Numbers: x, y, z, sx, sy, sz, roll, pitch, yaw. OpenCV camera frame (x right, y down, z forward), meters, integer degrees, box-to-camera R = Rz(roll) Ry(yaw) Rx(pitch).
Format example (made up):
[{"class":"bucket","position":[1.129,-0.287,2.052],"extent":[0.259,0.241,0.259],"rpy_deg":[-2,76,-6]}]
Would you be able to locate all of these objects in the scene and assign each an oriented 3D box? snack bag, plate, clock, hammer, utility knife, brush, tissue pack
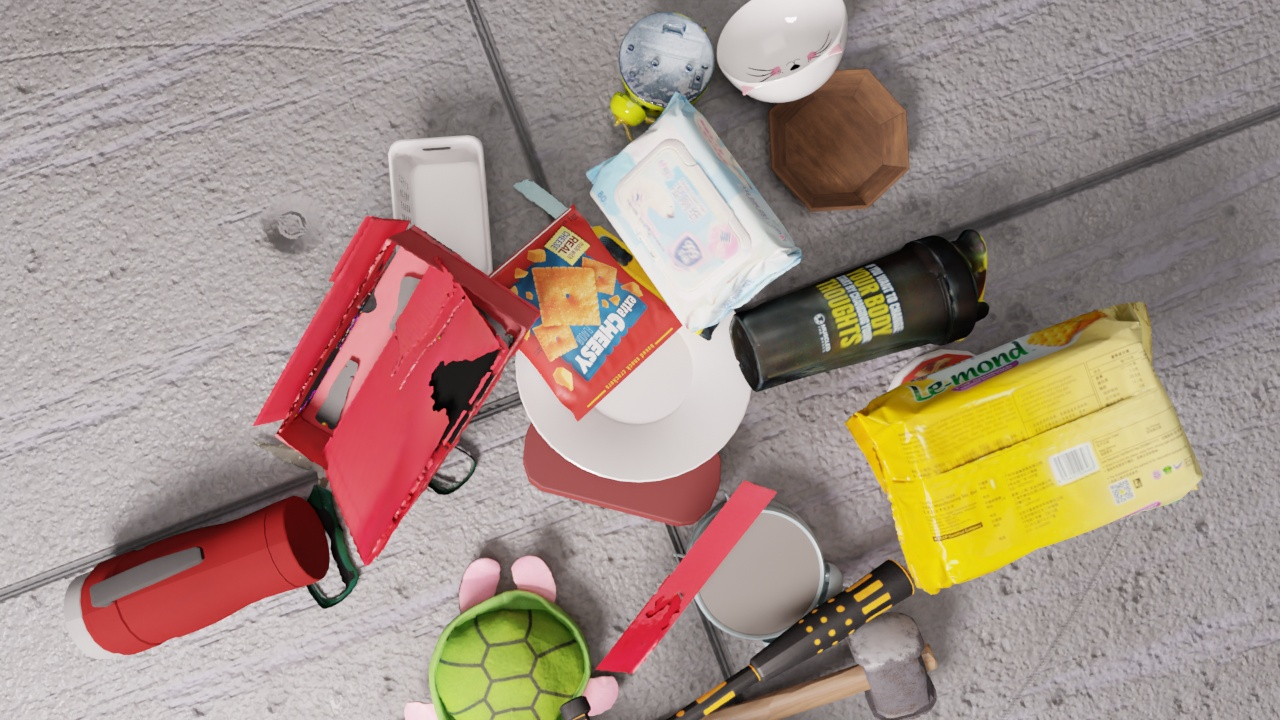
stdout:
[{"class":"snack bag","position":[0.293,0.069,0.693],"extent":[0.247,0.068,0.159],"rpy_deg":[-22,93,-1]},{"class":"plate","position":[0.176,-0.196,0.826],"extent":[0.131,0.025,0.131],"rpy_deg":[0,91,-2]},{"class":"clock","position":[0.113,0.195,0.824],"extent":[0.159,0.045,0.122],"rpy_deg":[40,91,-2]},{"class":"hammer","position":[0.103,0.314,0.819],"extent":[0.328,0.052,0.098],"rpy_deg":[-19,123,5]},{"class":"utility knife","position":[-0.022,-0.093,0.819],"extent":[0.225,0.019,0.030],"rpy_deg":[36,63,7]},{"class":"plate","position":[-0.005,0.005,0.807],"extent":[0.208,0.015,0.208],"rpy_deg":[2,72,-6]},{"class":"clock","position":[0.019,-0.243,0.805],"extent":[0.083,0.057,0.119],"rpy_deg":[13,90,-3]},{"class":"brush","position":[-0.017,0.091,0.812],"extent":[0.173,0.042,0.082],"rpy_deg":[15,73,-2]},{"class":"hammer","position":[0.096,0.261,0.759],"extent":[0.320,0.036,0.123],"rpy_deg":[-27,63,-14]},{"class":"snack bag","position":[-0.055,-0.043,0.785],"extent":[0.130,0.039,0.144],"rpy_deg":[-43,84,-14]},{"class":"tissue pack","position":[0.041,-0.122,0.770],"extent":[0.112,0.069,0.182],"rpy_deg":[-39,81,26]}]

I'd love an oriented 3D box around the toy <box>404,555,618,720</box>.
[{"class":"toy","position":[-0.111,0.291,0.799],"extent":[0.190,0.088,0.238],"rpy_deg":[-3,85,-9]}]

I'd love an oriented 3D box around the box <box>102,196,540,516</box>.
[{"class":"box","position":[-0.320,-0.045,0.662],"extent":[0.477,0.171,0.215],"rpy_deg":[21,113,-40]}]

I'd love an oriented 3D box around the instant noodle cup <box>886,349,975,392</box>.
[{"class":"instant noodle cup","position":[0.287,0.053,0.788],"extent":[0.123,0.121,0.123],"rpy_deg":[0,91,-2]}]

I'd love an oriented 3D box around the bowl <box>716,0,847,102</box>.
[{"class":"bowl","position":[0.128,-0.267,0.796],"extent":[0.115,0.050,0.114],"rpy_deg":[-14,56,22]}]

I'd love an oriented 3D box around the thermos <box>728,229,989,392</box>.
[{"class":"thermos","position":[0.191,-0.038,0.790],"extent":[0.220,0.098,0.098],"rpy_deg":[-19,92,-8]}]

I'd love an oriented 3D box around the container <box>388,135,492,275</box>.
[{"class":"container","position":[-0.172,-0.126,0.805],"extent":[0.081,0.049,0.129],"rpy_deg":[-4,91,-2]}]

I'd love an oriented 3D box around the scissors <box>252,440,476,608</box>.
[{"class":"scissors","position":[-0.242,0.114,0.827],"extent":[0.204,0.015,0.201],"rpy_deg":[-10,94,-1]}]

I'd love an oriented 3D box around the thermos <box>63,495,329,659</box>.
[{"class":"thermos","position":[-0.378,0.182,0.773],"extent":[0.198,0.108,0.084],"rpy_deg":[-20,72,2]}]
